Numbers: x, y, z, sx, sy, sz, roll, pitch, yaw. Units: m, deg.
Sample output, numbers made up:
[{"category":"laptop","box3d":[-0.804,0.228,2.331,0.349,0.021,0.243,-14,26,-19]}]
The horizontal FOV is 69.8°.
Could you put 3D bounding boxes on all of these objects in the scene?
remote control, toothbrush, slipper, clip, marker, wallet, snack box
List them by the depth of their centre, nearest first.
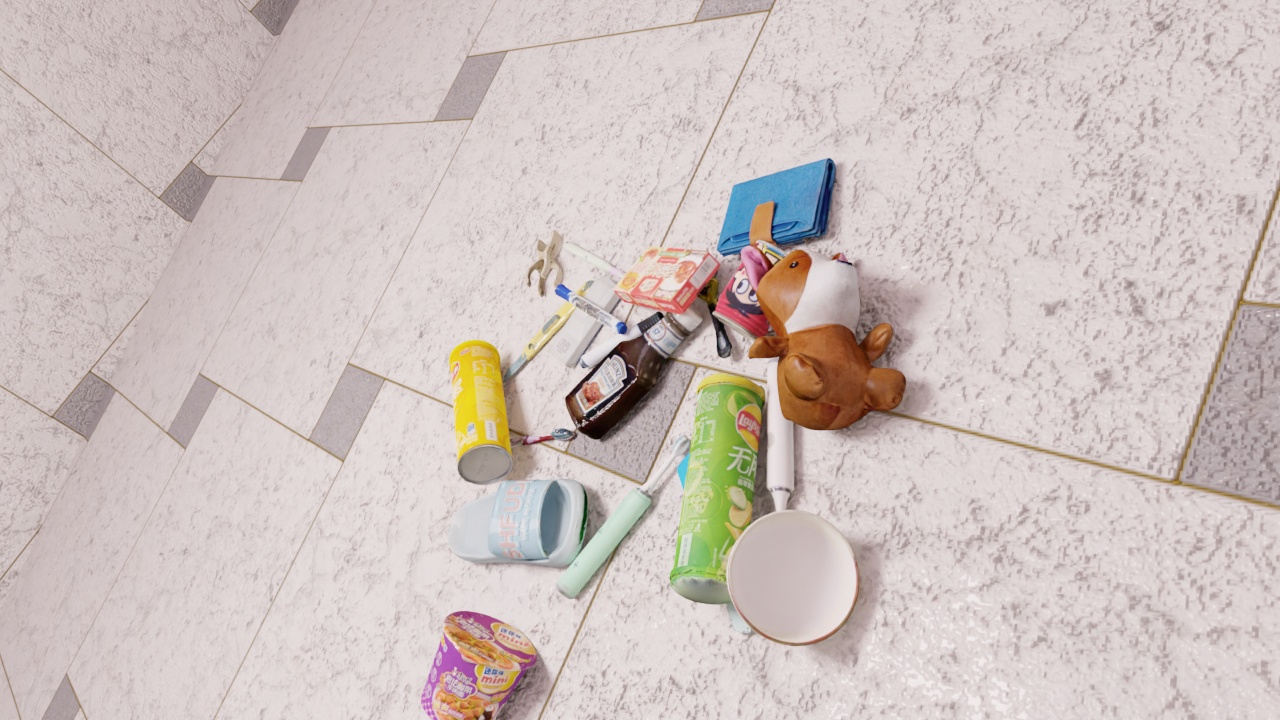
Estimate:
[{"category":"toothbrush","box3d":[0.136,0.099,0.895,0.027,0.026,0.220,108,168,-61]},{"category":"toothbrush","box3d":[-0.017,0.170,1.002,0.224,0.026,0.027,-52,20,7]},{"category":"wallet","box3d":[0.152,-0.171,1.041,0.133,0.040,0.106,-8,56,42]},{"category":"snack box","box3d":[0.028,-0.097,1.088,0.075,0.025,0.153,-51,26,-10]},{"category":"slipper","box3d":[-0.155,0.190,1.091,0.246,0.074,0.103,-15,55,40]},{"category":"marker","box3d":[-0.024,-0.023,1.135,0.131,0.018,0.022,-31,57,27]},{"category":"marker","box3d":[-0.064,-0.065,1.165,0.146,0.017,0.017,33,91,44]},{"category":"toothbrush","box3d":[-0.154,0.102,1.185,0.188,0.017,0.016,-10,59,40]},{"category":"remote control","box3d":[-0.072,-0.052,1.196,0.125,0.024,0.049,-57,43,3]},{"category":"toothbrush","box3d":[-0.055,-0.134,1.234,0.190,0.029,0.020,31,130,51]},{"category":"clip","box3d":[-0.125,-0.143,1.300,0.081,0.034,0.104,-13,49,43]}]

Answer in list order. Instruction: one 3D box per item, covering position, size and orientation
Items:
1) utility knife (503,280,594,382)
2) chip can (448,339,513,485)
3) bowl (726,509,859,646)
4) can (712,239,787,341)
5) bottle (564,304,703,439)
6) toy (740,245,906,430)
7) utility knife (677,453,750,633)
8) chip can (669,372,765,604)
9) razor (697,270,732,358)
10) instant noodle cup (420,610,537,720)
[{"category":"utility knife","box3d":[-0.124,-0.040,1.251,0.195,0.020,0.031,-50,35,16]},{"category":"chip can","box3d":[-0.211,0.063,1.208,0.072,0.072,0.213,-41,38,18]},{"category":"bowl","box3d":[0.128,0.190,0.805,0.062,0.113,0.113,112,178,-76]},{"category":"can","box3d":[0.127,-0.072,0.980,0.094,0.066,0.066,-57,41,2]},{"category":"bottle","box3d":[-0.006,0.006,1.081,0.195,0.044,0.079,-44,40,14]},{"category":"toy","box3d":[0.170,-0.035,0.877,0.131,0.140,0.199,118,155,-44]},{"category":"utility knife","box3d":[0.074,0.178,0.915,0.034,0.018,0.206,-37,46,22]},{"category":"chip can","box3d":[0.077,0.124,0.891,0.073,0.072,0.220,-16,51,38]},{"category":"razor","box3d":[0.085,-0.055,1.044,0.043,0.022,0.142,-31,46,20]},{"category":"instant noodle cup","box3d":[-0.184,0.345,1.004,0.111,0.111,0.099,34,99,49]}]
